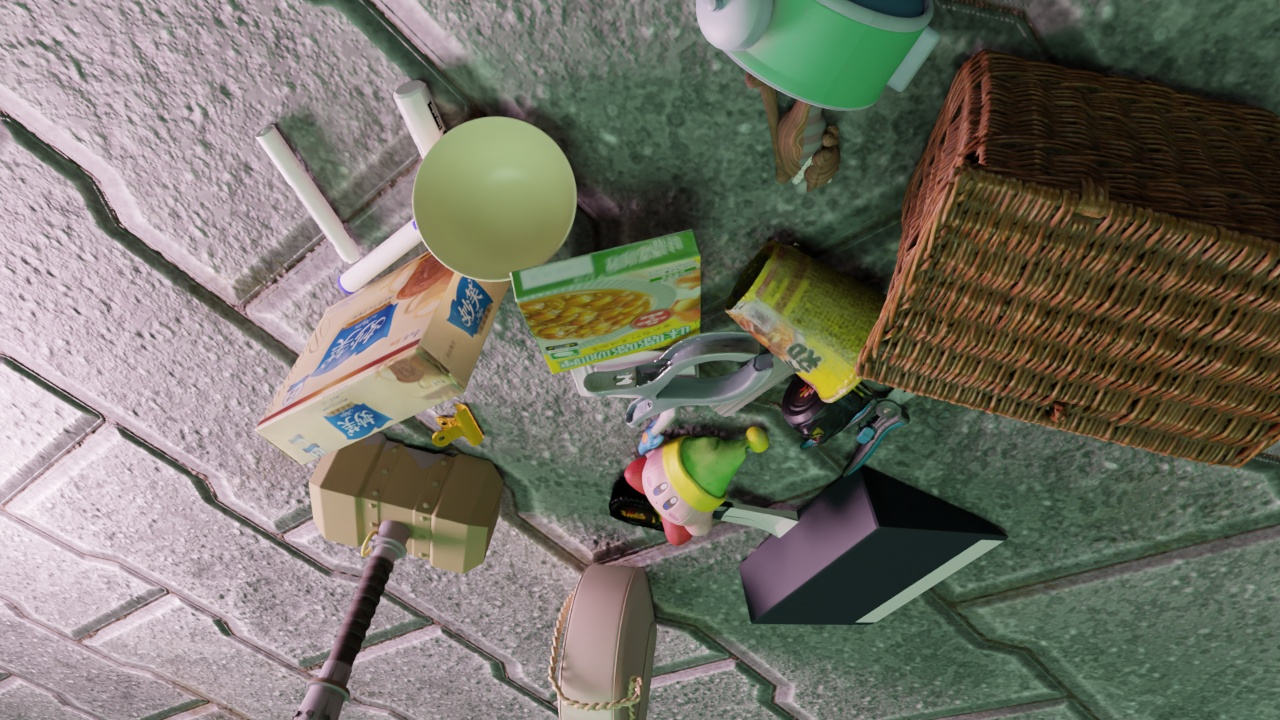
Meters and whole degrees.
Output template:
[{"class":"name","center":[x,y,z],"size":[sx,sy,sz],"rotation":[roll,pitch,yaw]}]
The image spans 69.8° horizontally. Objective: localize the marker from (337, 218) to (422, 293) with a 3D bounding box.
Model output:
[{"class":"marker","center":[-0.211,-0.094,0.778],"size":[0.142,0.020,0.020],"rotation":[-27,123,34]}]

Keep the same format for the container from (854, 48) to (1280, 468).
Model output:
[{"class":"container","center":[0.279,-0.074,0.562],"size":[0.250,0.182,0.163],"rotation":[14,137,1]}]

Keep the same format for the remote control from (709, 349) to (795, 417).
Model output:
[{"class":"remote control","center":[0.112,0.011,0.814],"size":[0.033,0.013,0.137],"rotation":[33,132,-21]}]

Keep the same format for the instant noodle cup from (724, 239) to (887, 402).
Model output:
[{"class":"instant noodle cup","center":[0.128,-0.036,0.710],"size":[0.108,0.102,0.102],"rotation":[32,134,-7]}]

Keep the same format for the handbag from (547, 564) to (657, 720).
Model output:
[{"class":"handbag","center":[-0.028,0.345,1.048],"size":[0.103,0.210,0.209],"rotation":[1,143,11]}]

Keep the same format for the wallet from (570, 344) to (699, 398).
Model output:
[{"class":"wallet","center":[-0.005,0.005,0.826],"size":[0.116,0.032,0.086],"rotation":[2,144,5]}]

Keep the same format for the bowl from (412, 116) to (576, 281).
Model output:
[{"class":"bowl","center":[-0.102,-0.113,0.686],"size":[0.118,0.118,0.074],"rotation":[10,179,4]}]

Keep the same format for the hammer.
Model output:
[{"class":"hammer","center":[-0.271,0.237,0.911],"size":[0.190,0.323,0.101],"rotation":[14,137,-1]}]

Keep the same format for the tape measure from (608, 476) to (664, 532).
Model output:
[{"class":"tape measure","center":[-0.002,0.147,0.965],"size":[0.067,0.038,0.063],"rotation":[10,145,8]}]

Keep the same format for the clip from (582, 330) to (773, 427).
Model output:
[{"class":"clip","center":[0.044,0.024,0.795],"size":[0.164,0.027,0.108],"rotation":[-15,140,27]}]

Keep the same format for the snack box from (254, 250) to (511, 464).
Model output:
[{"class":"snack box","center":[-0.211,-0.012,0.766],"size":[0.208,0.153,0.055],"rotation":[-22,126,31]}]

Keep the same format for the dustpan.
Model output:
[{"class":"dustpan","center":[0.195,0.195,0.966],"size":[0.272,0.080,0.237],"rotation":[8,141,-25]}]

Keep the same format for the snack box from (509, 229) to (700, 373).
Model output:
[{"class":"snack box","center":[-0.020,-0.040,0.706],"size":[0.132,0.027,0.168],"rotation":[-14,161,-1]}]

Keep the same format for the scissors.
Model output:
[{"class":"scissors","center":[0.205,0.059,0.837],"size":[0.122,0.019,0.149],"rotation":[2,130,17]}]

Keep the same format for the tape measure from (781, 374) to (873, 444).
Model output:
[{"class":"tape measure","center":[0.157,0.034,0.786],"size":[0.042,0.072,0.071],"rotation":[31,105,-22]}]

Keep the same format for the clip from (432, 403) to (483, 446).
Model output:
[{"class":"clip","center":[-0.191,0.072,0.938],"size":[0.046,0.035,0.053],"rotation":[-9,134,12]}]

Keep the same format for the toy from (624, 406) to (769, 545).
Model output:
[{"class":"toy","center":[0.053,0.101,0.893],"size":[0.124,0.096,0.132],"rotation":[58,141,11]}]

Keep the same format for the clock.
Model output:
[{"class":"clock","center":[0.079,-0.203,0.514],"size":[0.161,0.121,0.076],"rotation":[8,139,-23]}]

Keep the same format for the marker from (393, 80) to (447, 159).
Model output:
[{"class":"marker","center":[-0.152,-0.152,0.701],"size":[0.025,0.025,0.126],"rotation":[-3,134,17]}]

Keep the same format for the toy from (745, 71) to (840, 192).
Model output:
[{"class":"toy","center":[0.107,-0.157,0.624],"size":[0.055,0.041,0.102],"rotation":[17,150,29]}]

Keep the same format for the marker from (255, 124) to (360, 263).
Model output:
[{"class":"marker","center":[-0.271,-0.133,0.756],"size":[0.020,0.017,0.134],"rotation":[26,152,44]}]
